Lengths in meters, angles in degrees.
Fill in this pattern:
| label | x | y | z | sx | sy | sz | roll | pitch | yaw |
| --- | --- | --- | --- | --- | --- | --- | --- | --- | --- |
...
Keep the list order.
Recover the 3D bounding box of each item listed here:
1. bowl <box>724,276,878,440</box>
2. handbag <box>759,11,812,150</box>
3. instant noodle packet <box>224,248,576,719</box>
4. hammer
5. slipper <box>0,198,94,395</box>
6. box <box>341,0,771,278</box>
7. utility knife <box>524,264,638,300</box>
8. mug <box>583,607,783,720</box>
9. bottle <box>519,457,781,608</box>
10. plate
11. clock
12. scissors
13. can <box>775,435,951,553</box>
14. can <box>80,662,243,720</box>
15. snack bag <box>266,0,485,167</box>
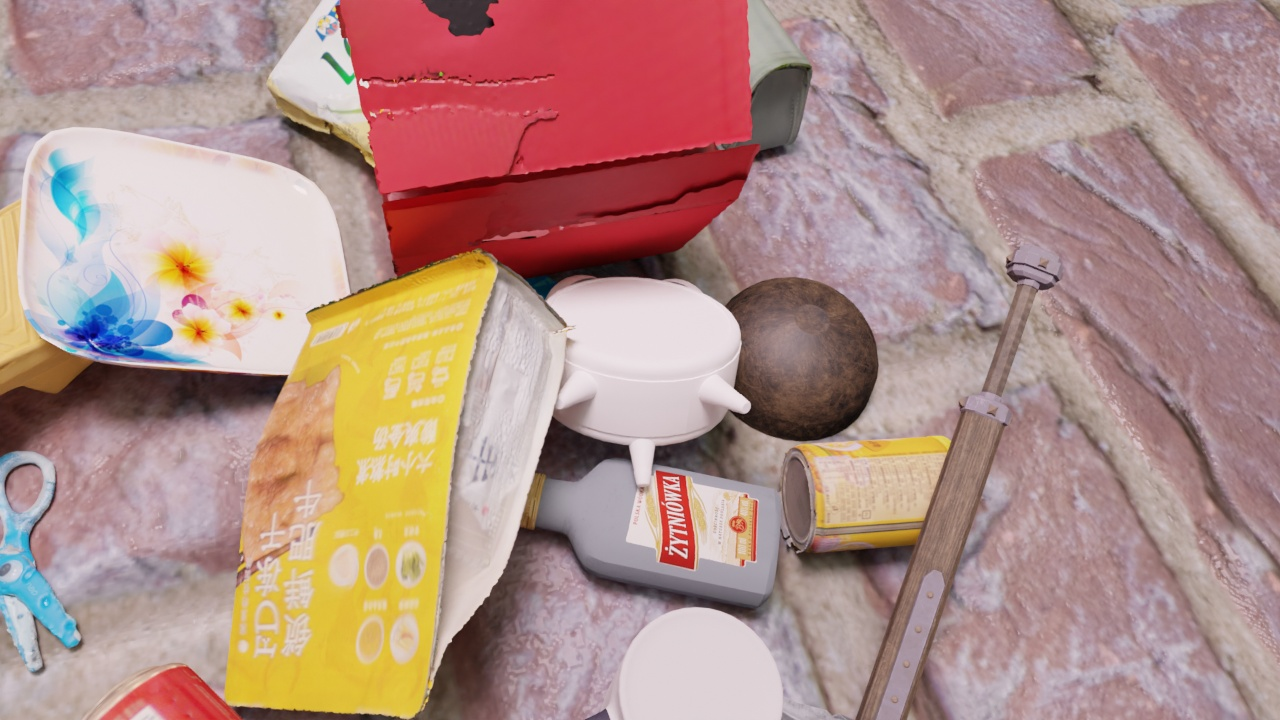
| label | x | y | z | sx | sy | sz | roll | pitch | yaw |
| --- | --- | --- | --- | --- | --- | --- | --- | --- | --- |
| bowl | 0.108 | -0.012 | 0.625 | 0.121 | 0.056 | 0.121 | 4 | 58 | -7 |
| handbag | 0.077 | -0.235 | 0.731 | 0.067 | 0.106 | 0.121 | -17 | 62 | -15 |
| instant noodle packet | -0.135 | 0.070 | 0.480 | 0.163 | 0.084 | 0.221 | -12 | 54 | 35 |
| hammer | 0.176 | 0.076 | 0.522 | 0.147 | 0.028 | 0.316 | 22 | 81 | 1 |
| slipper | -0.371 | -0.022 | 0.540 | 0.099 | 0.079 | 0.262 | 38 | 39 | -2 |
| box | -0.046 | -0.128 | 0.522 | 0.211 | 0.316 | 0.124 | -12 | 62 | -13 |
| utility knife | -0.099 | -0.037 | 0.633 | 0.209 | 0.015 | 0.031 | -16 | 65 | -15 |
| mug | 0.007 | 0.183 | 0.464 | 0.111 | 0.097 | 0.078 | -14 | 61 | -17 |
| bottle | -0.001 | 0.097 | 0.547 | 0.161 | 0.046 | 0.072 | 12 | 57 | -1 |
| plate | -0.281 | -0.066 | 0.580 | 0.186 | 0.016 | 0.186 | 6 | 51 | -36 |
| clock | -0.004 | 0.003 | 0.577 | 0.125 | 0.073 | 0.160 | 2 | 29 | -8 |
| scissors | -0.356 | 0.118 | 0.500 | 0.090 | 0.014 | 0.141 | -22 | 66 | -22 |
| can | 0.143 | 0.083 | 0.566 | 0.105 | 0.068 | 0.067 | -2 | 59 | -10 |
| can | -0.189 | 0.218 | 0.429 | 0.170 | 0.067 | 0.067 | 36 | 60 | 13 |
| snack bag | -0.143 | -0.246 | 0.677 | 0.159 | 0.068 | 0.247 | 37 | 90 | 17 |
